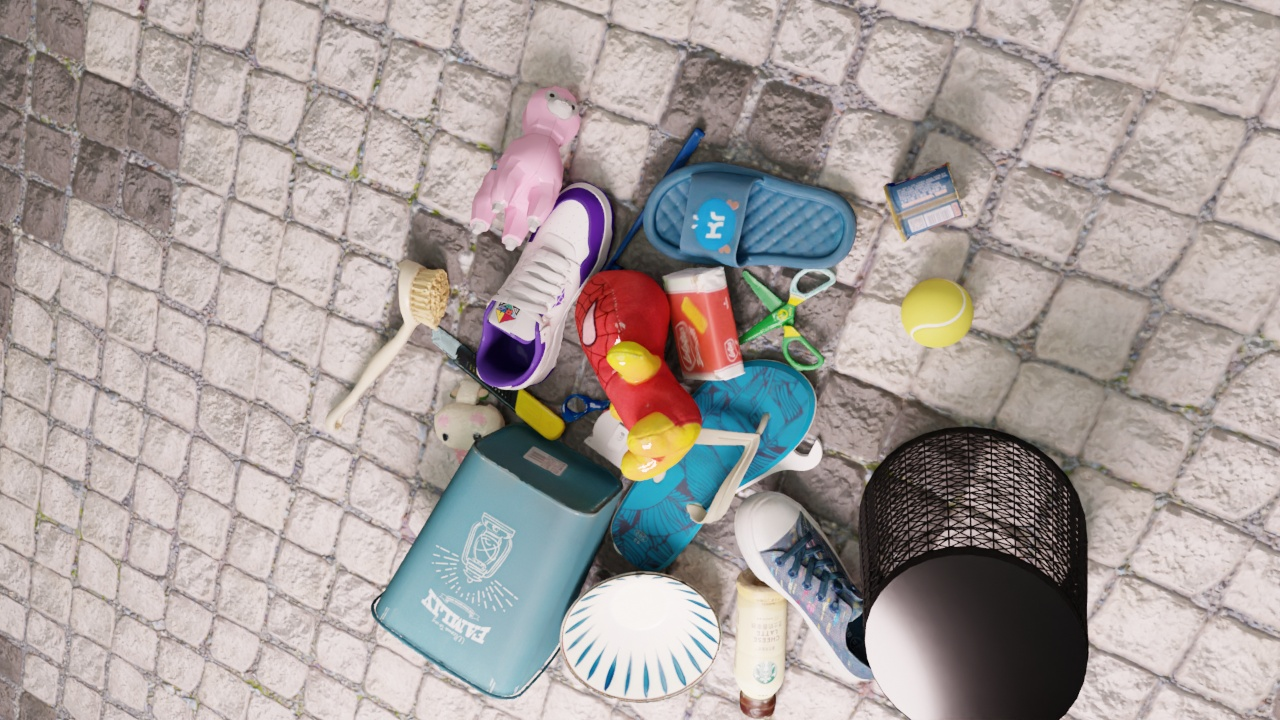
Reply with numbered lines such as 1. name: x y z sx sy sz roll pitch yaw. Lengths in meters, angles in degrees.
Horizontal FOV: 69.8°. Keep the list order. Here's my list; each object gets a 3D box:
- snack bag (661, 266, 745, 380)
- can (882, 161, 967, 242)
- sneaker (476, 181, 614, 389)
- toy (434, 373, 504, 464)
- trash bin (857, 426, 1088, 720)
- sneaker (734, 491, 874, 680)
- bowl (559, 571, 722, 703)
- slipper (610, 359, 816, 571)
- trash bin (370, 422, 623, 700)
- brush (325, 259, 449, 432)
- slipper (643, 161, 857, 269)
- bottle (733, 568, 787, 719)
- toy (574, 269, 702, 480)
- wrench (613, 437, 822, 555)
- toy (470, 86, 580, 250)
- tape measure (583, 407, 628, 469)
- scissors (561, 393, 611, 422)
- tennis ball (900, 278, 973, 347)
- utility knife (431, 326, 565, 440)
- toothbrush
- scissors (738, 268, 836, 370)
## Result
1. snack bag: 0.064 -0.037 0.938 0.077 0.036 0.116 3 107 58
2. can: 0.257 -0.144 0.827 0.059 0.099 0.054 -19 97 21
3. sneaker: -0.112 -0.072 0.967 0.092 0.111 0.245 27 110 11
4. toy: -0.199 0.073 1.070 0.087 0.050 0.112 0 107 17
5. trash bin: 0.294 0.198 0.819 0.217 0.242 0.217 5 104 18
6. sneaker: 0.190 0.230 0.938 0.235 0.087 0.079 54 158 -5
7. bowl: 0.000 0.291 1.026 0.177 0.070 0.177 -1 114 -2
8. slipper: 0.061 0.113 0.973 0.118 0.060 0.295 45 111 17
9. trash bin: -0.143 0.205 1.011 0.196 0.199 0.219 29 104 9
10. brush: -0.306 -0.007 1.086 0.077 0.061 0.273 44 117 9
11. slipper: 0.104 -0.140 0.904 0.214 0.059 0.104 8 104 15
12. bottle: 0.131 0.311 1.005 0.056 0.056 0.162 5 105 18
13. toy: -0.006 0.005 0.932 0.098 0.148 0.216 -10 69 -19
14. wrench: 0.079 0.150 1.009 0.274 0.009 0.047 -33 91 23
15. toy: -0.116 -0.201 0.946 0.067 0.157 0.124 25 158 -23
16. tape measure: -0.023 0.084 1.008 0.060 0.020 0.062 36 109 8
17. scissors: -0.032 0.053 1.022 0.134 0.014 0.127 1 103 21
18. tennis ball: 0.279 -0.045 0.862 0.065 0.065 0.065 5 104 18
19. utility knife: -0.169 0.023 1.057 0.203 0.020 0.028 38 82 12
20. toothbrush: 0.012 -0.157 0.955 0.017 0.016 0.190 35 112 0
21. scissors: 0.149 -0.048 0.930 0.132 0.011 0.125 -44 79 16
